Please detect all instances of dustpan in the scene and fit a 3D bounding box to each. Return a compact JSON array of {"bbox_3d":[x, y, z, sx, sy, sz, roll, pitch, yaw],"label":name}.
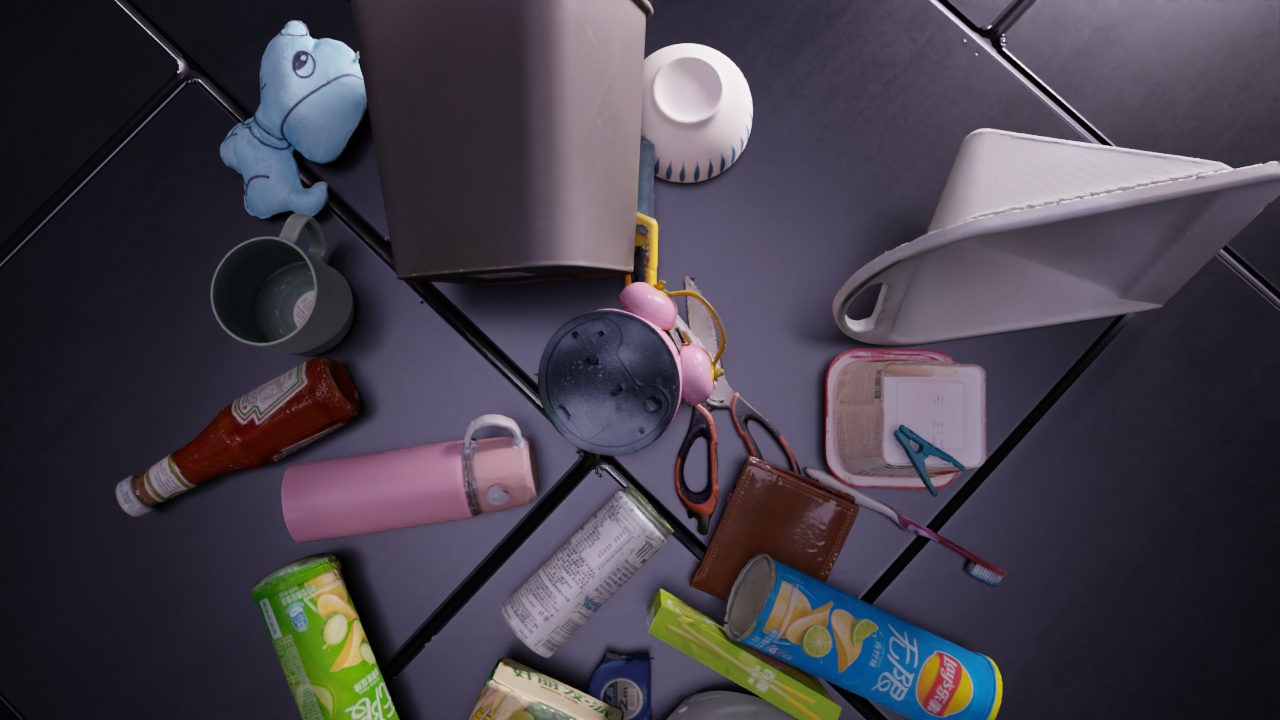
[{"bbox_3d":[0.289,-0.061,0.692,0.258,0.223,0.142,18,73,13],"label":"dustpan"}]

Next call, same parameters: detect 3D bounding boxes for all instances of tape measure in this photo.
[{"bbox_3d":[-0.016,0.270,0.756,0.054,0.025,0.058,0,88,2],"label":"tape measure"}]

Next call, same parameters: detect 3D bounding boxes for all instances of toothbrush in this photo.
[{"bbox_3d":[0.220,0.139,0.771,0.187,0.016,0.017,28,95,2],"label":"toothbrush"}]

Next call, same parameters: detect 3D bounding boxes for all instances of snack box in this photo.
[{"bbox_3d":[0.078,0.236,0.728,0.156,0.086,0.026,30,85,4],"label":"snack box"},{"bbox_3d":[-0.111,0.367,0.717,0.114,0.063,0.240,24,92,2],"label":"snack box"}]

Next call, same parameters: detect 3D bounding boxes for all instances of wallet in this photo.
[{"bbox_3d":[0.108,0.150,0.753,0.101,0.032,0.124,23,97,-1],"label":"wallet"}]

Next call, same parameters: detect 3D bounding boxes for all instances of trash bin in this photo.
[{"bbox_3d":[-0.100,-0.173,0.708,0.199,0.198,0.220,-1,93,22],"label":"trash bin"}]

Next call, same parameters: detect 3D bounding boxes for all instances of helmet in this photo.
[{"bbox_3d":[0.071,0.396,0.684,0.229,0.146,0.258,34,86,4],"label":"helmet"}]

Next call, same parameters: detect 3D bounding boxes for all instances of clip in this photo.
[{"bbox_3d":[0.202,0.068,0.653,0.034,0.013,0.055,-40,89,-3],"label":"clip"}]

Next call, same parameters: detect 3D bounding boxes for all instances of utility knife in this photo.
[{"bbox_3d":[-0.002,-0.081,0.771,0.033,0.015,0.218,3,96,12],"label":"utility knife"}]

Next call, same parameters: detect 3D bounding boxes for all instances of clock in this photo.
[{"bbox_3d":[-0.004,0.004,0.744,0.159,0.059,0.117,-35,88,17],"label":"clock"}]

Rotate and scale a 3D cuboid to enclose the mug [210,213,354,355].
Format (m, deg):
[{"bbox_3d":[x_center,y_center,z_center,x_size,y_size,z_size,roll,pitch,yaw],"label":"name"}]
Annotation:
[{"bbox_3d":[-0.281,-0.061,0.746,0.082,0.106,0.111,13,85,2],"label":"mug"}]

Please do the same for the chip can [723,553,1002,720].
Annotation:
[{"bbox_3d":[0.173,0.223,0.713,0.210,0.071,0.071,27,85,-10],"label":"chip can"}]

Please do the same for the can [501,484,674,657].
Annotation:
[{"bbox_3d":[-0.043,0.171,0.748,0.146,0.058,0.058,-44,86,-4],"label":"can"}]

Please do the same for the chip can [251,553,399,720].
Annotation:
[{"bbox_3d":[-0.240,0.265,0.735,0.072,0.072,0.221,-23,86,-2],"label":"chip can"}]

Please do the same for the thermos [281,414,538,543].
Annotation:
[{"bbox_3d":[-0.186,0.095,0.746,0.198,0.067,0.087,-9,120,1],"label":"thermos"}]

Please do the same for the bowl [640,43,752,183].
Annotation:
[{"bbox_3d":[0.040,-0.216,0.778,0.116,0.066,0.116,0,84,0],"label":"bowl"}]

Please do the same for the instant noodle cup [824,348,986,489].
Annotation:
[{"bbox_3d":[0.212,0.045,0.724,0.116,0.124,0.116,1,85,1],"label":"instant noodle cup"}]

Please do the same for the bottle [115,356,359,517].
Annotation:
[{"bbox_3d":[-0.335,0.068,0.761,0.206,0.060,0.060,-29,85,0],"label":"bottle"}]

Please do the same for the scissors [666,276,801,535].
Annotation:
[{"bbox_3d":[0.059,0.043,0.780,0.197,0.015,0.213,26,86,3],"label":"scissors"}]

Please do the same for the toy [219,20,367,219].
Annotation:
[{"bbox_3d":[-0.292,-0.208,0.789,0.156,0.050,0.161,-26,87,3],"label":"toy"}]
